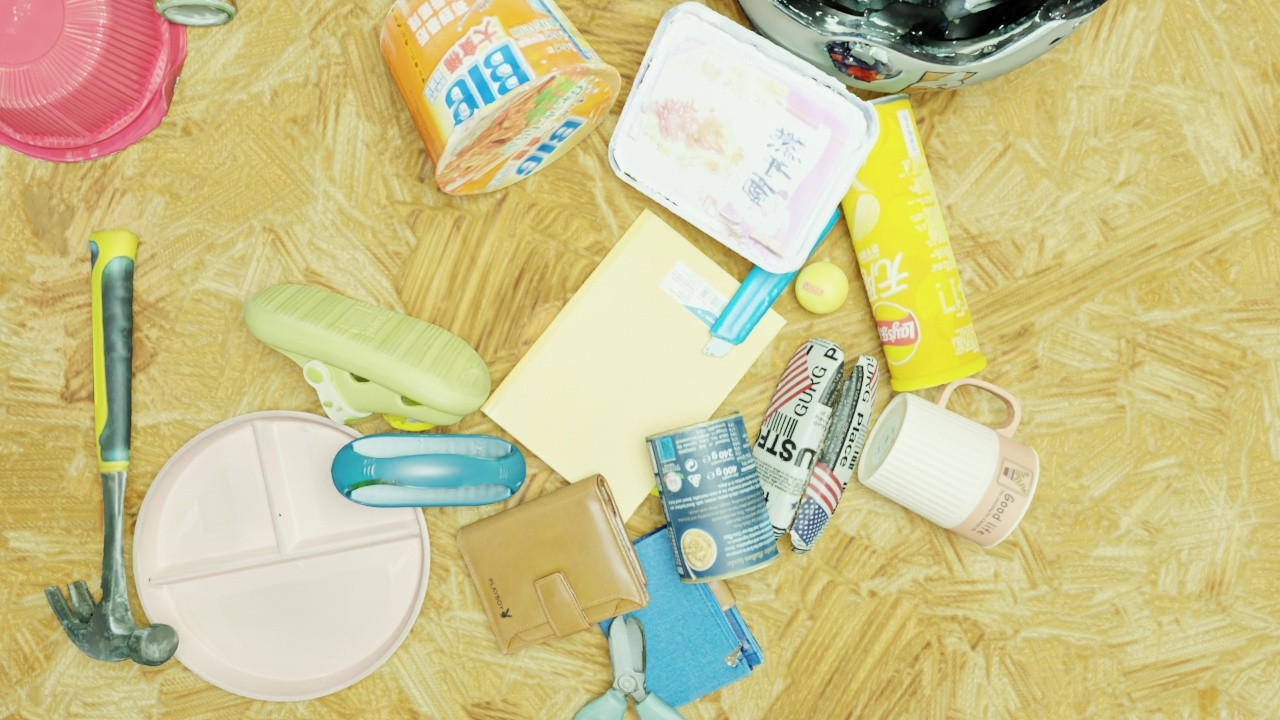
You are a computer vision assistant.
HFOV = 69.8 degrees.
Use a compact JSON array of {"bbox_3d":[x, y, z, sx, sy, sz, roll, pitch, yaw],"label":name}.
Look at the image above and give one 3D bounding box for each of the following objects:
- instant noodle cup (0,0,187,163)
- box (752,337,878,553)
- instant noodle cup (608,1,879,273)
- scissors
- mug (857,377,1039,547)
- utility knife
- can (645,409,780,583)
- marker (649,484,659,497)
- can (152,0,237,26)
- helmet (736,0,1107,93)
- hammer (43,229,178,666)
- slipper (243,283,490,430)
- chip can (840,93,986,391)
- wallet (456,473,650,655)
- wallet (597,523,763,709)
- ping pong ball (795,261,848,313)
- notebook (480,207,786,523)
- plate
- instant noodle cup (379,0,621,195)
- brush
[{"bbox_3d":[-0.447,-0.249,0.684,0.194,0.066,0.194,0,93,-2],"label":"instant noodle cup"},{"bbox_3d":[0.142,0.070,0.711,0.087,0.076,0.163,21,89,-22],"label":"box"},{"bbox_3d":[0.076,-0.162,0.666,0.173,0.060,0.138,34,120,12],"label":"instant noodle cup"},{"bbox_3d":[-0.026,0.278,0.722,0.130,0.019,0.185,-19,96,18],"label":"scissors"},{"bbox_3d":[0.237,0.067,0.696,0.106,0.081,0.114,26,88,0],"label":"mug"},{"bbox_3d":[0.101,-0.066,0.712,0.034,0.018,0.159,37,86,-5],"label":"utility knife"},{"bbox_3d":[0.052,0.098,0.672,0.075,0.075,0.111,-14,87,0],"label":"can"},{"bbox_3d":[-0.026,0.083,0.727,0.124,0.015,0.018,22,88,-2],"label":"marker"},{"bbox_3d":[-0.338,-0.331,0.683,0.058,0.058,0.147,-5,93,0],"label":"can"},{"bbox_3d":[0.179,-0.283,0.639,0.274,0.157,0.229,2,78,2],"label":"helmet"},{"bbox_3d":[-0.405,0.063,0.699,0.126,0.031,0.323,-4,86,29],"label":"hammer"},{"bbox_3d":[-0.208,0.005,0.697,0.190,0.091,0.082,22,117,-1],"label":"slipper"},{"bbox_3d":[0.197,-0.087,0.692,0.072,0.072,0.213,-17,93,0],"label":"chip can"},{"bbox_3d":[-0.068,0.158,0.704,0.132,0.031,0.108,-23,87,19],"label":"wallet"},{"bbox_3d":[0.022,0.202,0.723,0.106,0.040,0.133,-30,93,10],"label":"wallet"},{"bbox_3d":[0.140,-0.056,0.709,0.040,0.040,0.040,0,93,-1],"label":"ping pong ball"},{"bbox_3d":[-0.004,0.004,0.717,0.146,0.010,0.206,39,87,-1],"label":"notebook"},{"bbox_3d":[-0.279,0.152,0.723,0.229,0.028,0.229,0,92,-1],"label":"plate"},{"bbox_3d":[-0.106,-0.205,0.653,0.151,0.151,0.111,-32,84,1],"label":"instant noodle cup"},{"bbox_3d":[-0.154,0.082,0.681,0.143,0.074,0.055,3,83,-20],"label":"brush"}]
